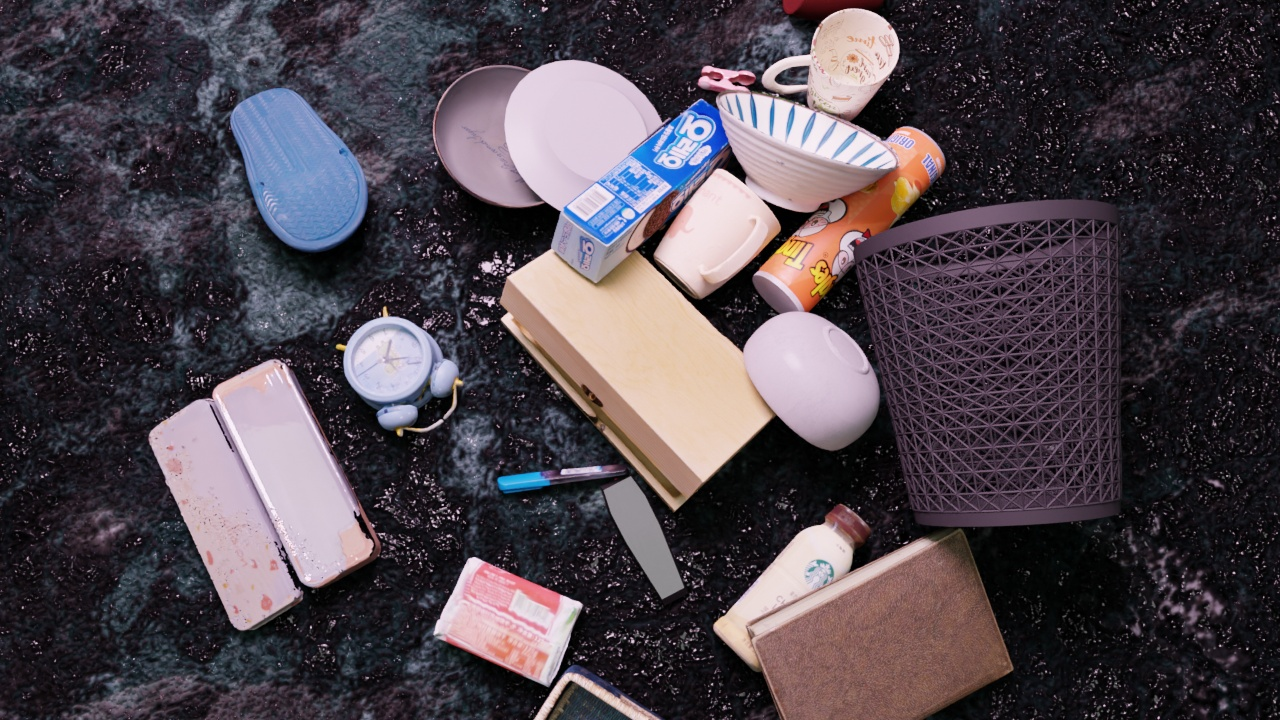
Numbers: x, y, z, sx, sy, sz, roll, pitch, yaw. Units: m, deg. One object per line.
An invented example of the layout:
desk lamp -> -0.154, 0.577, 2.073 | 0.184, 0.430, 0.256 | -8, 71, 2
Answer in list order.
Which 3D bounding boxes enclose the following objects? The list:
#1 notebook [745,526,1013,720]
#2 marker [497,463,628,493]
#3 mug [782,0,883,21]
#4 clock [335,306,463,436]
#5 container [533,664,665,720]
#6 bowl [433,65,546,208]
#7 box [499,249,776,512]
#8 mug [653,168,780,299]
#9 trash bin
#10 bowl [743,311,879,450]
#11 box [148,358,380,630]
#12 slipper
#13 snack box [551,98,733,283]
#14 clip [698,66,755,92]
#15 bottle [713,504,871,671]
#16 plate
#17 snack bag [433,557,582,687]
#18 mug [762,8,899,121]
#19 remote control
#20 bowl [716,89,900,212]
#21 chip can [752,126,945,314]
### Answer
notebook -> 0.213, 0.268, 0.792 | 0.215, 0.034, 0.190 | -23, 100, -11
marker -> -0.072, 0.110, 0.859 | 0.123, 0.018, 0.015 | -7, 110, 1
mug -> 0.204, -0.397, 0.947 | 0.088, 0.087, 0.113 | 11, 49, -15
clock -> -0.225, 0.013, 0.866 | 0.088, 0.052, 0.124 | -40, 80, -10
container -> -0.048, 0.375, 0.774 | 0.145, 0.071, 0.187 | 31, 80, 7
bowl -> -0.131, -0.209, 0.901 | 0.150, 0.057, 0.150 | 5, 75, -20
box -> -0.004, 0.004, 0.858 | 0.249, 0.123, 0.140 | 46, 55, 9
mug -> 0.073, -0.111, 0.863 | 0.104, 0.111, 0.085 | -47, 117, 1
trash bin -> 0.307, 0.011, 0.790 | 0.217, 0.217, 0.243 | -5, 84, -1
bowl -> 0.162, 0.009, 0.818 | 0.132, 0.131, 0.065 | 50, 120, 10
box -> -0.354, 0.124, 0.855 | 0.154, 0.058, 0.216 | -29, 79, -7
slipper -> -0.336, -0.189, 0.910 | 0.103, 0.059, 0.213 | -26, 65, -14
snack box -> 0.010, -0.163, 0.856 | 0.059, 0.060, 0.225 | 37, 55, 9
clip -> 0.088, -0.281, 0.945 | 0.059, 0.022, 0.038 | 16, 81, 9
bottle -> 0.139, 0.199, 0.818 | 0.056, 0.056, 0.162 | 44, 81, 9
plate -> -0.046, -0.220, 0.896 | 0.172, 0.019, 0.172 | 7, 73, -22
snack bag -> -0.117, 0.233, 0.824 | 0.116, 0.036, 0.077 | 22, 79, 5
mug -> 0.181, -0.280, 0.903 | 0.122, 0.097, 0.081 | -6, 77, -1
remote control -> 0.005, 0.165, 0.851 | 0.039, 0.010, 0.124 | -27, 79, -5
bowl -> 0.144, -0.186, 0.855 | 0.177, 0.176, 0.071 | 22, 119, 5
chip can -> 0.202, -0.133, 0.888 | 0.062, 0.062, 0.210 | 43, 81, 9
